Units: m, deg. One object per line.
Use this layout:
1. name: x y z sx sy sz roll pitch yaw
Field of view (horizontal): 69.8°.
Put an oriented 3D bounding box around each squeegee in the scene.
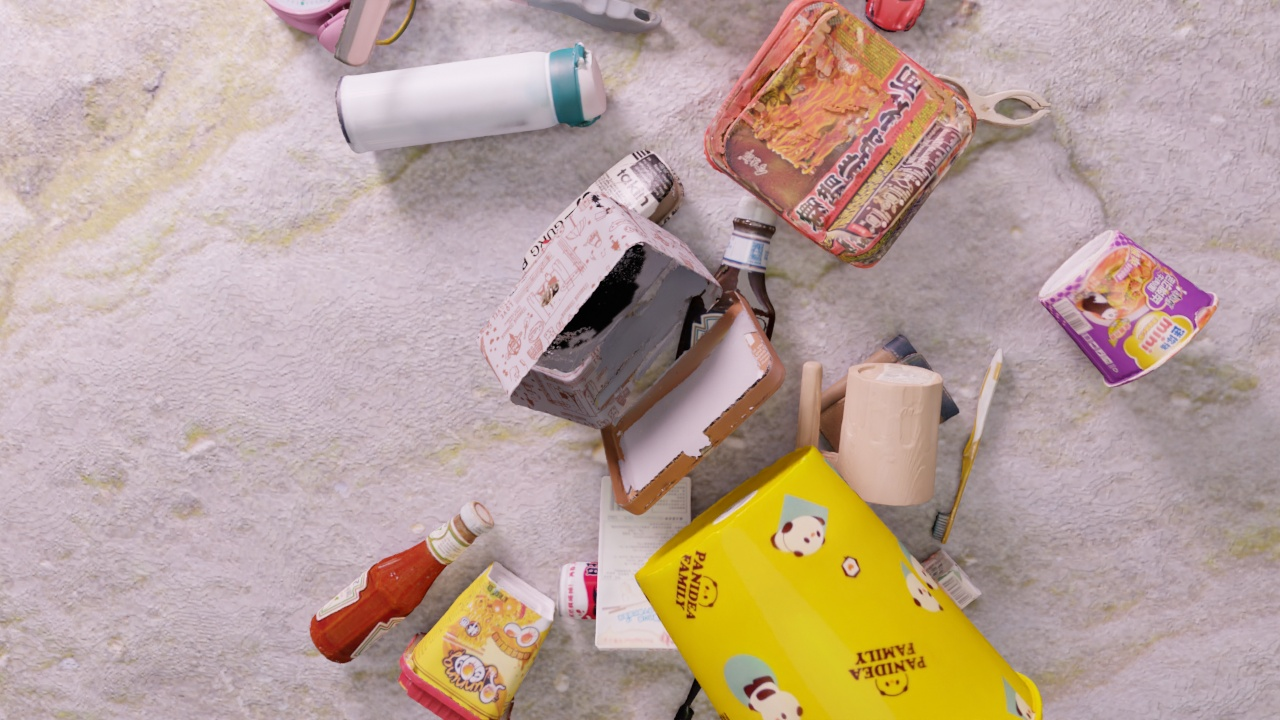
1. squeegee: -0.103 -0.321 0.786 0.249 0.040 0.247 15 75 -9

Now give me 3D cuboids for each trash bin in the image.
1. trash bin: 0.143 0.222 0.738 0.230 0.229 0.255 -37 85 8

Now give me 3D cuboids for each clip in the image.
1. clip: 0.300 -0.219 0.791 0.097 0.034 0.061 4 101 11

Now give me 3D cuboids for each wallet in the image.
1. wallet: 0.219 0.043 0.839 0.115 0.033 0.090 -36 97 12

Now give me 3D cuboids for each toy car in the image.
1. toy car: 0.226 -0.333 0.776 0.049 0.031 0.106 19 102 1

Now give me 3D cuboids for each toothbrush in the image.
1. toothbrush: 0.302 0.080 0.848 0.018 0.016 0.191 15 101 9
2. toothbrush: 0.078 0.268 0.887 0.026 0.027 0.213 33 105 42

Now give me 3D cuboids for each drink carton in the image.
1. drink carton: 0.251 0.233 0.856 0.122 0.053 0.045 -41 91 9

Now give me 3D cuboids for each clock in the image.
1. clock: -0.266 -0.333 0.788 0.158 0.059 0.117 34 100 -5

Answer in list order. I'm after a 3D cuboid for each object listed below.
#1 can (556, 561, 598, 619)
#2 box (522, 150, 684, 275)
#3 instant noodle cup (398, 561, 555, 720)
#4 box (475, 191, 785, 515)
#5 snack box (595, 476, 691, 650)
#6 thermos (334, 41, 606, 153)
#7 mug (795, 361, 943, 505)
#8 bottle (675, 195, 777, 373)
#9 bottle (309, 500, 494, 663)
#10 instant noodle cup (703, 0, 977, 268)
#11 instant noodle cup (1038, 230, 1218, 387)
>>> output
1. can: -0.011 0.218 0.868 0.133 0.053 0.053 0 99 3
2. box: -0.032 -0.116 0.823 0.164 0.081 0.075 -45 63 10
3. instant noodle cup: -0.146 0.266 0.861 0.116 0.116 0.123 36 87 -2
4. box: -0.003 0.006 0.748 0.156 0.192 0.183 22 115 -46
5. snack box: 0.004 0.183 0.837 0.085 0.027 0.156 0 68 2
6. thermos: -0.143 -0.225 0.797 0.224 0.073 0.073 -6 99 4
7. mug: 0.196 0.058 0.795 0.125 0.084 0.103 10 106 29
8. bottle: 0.084 -0.048 0.824 0.080 0.044 0.195 15 99 10
9. bottle: -0.226 0.208 0.877 0.206 0.059 0.060 -40 95 8
10. instant noodle cup: 0.162 -0.190 0.778 0.189 0.079 0.164 36 99 -4
11. instant noodle cup: 0.405 -0.050 0.779 0.099 0.111 0.112 45 99 5
